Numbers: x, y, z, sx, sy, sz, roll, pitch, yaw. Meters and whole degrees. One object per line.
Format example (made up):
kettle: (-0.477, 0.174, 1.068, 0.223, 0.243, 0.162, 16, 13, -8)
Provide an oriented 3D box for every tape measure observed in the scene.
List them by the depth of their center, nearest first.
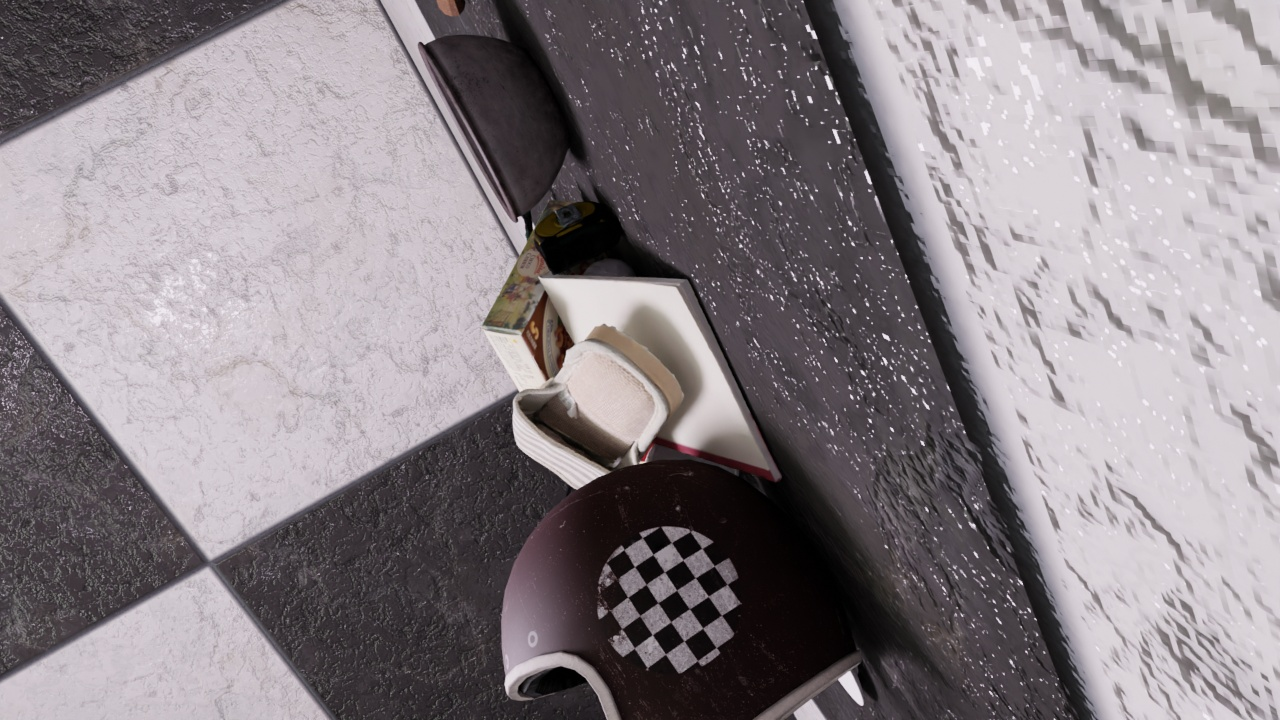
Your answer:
tape measure: (-0.052, -0.098, 0.702, 0.061, 0.061, 0.034, 54, 168, 57)

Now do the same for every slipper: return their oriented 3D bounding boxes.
slipper: (-0.042, 0.050, 0.706, 0.114, 0.053, 0.273, 35, 153, -4)

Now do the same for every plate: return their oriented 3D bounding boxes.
plate: (0.150, 0.220, 0.760, 0.134, 0.011, 0.134, 60, 175, 9)

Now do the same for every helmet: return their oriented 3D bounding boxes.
helmet: (0.025, 0.199, 0.628, 0.253, 0.234, 0.233, 54, 179, 23)

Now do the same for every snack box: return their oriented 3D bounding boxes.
snack box: (-0.068, -0.039, 0.804, 0.041, 0.146, 0.143, 10, 147, 23)

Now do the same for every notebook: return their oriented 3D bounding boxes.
notebook: (0.005, 0.006, 0.659, 0.209, 0.012, 0.153, 11, 132, 59)

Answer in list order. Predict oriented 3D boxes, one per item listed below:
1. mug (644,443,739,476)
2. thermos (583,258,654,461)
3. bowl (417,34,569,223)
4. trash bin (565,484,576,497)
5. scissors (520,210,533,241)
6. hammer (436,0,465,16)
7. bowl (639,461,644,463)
mug: (0.040, 0.075, 0.778, 0.090, 0.074, 0.110, 101, 165, -82)
thermos: (-0.011, 0.002, 0.791, 0.073, 0.073, 0.240, 57, 168, 34)
bowl: (-0.101, -0.183, 0.685, 0.145, 0.067, 0.145, 60, 175, 9)
trash bin: (0.017, 0.234, 1.263, 0.184, 0.184, 0.210, 64, 168, -29)
scissors: (-0.131, -0.170, 1.045, 0.201, 0.015, 0.205, -126, 29, -78)
hammer: (-0.163, -0.337, 0.667, 0.115, 0.033, 0.323, 59, 175, 2)
bowl: (0.017, 0.143, 1.152, 0.115, 0.062, 0.115, -178, 90, -69)
